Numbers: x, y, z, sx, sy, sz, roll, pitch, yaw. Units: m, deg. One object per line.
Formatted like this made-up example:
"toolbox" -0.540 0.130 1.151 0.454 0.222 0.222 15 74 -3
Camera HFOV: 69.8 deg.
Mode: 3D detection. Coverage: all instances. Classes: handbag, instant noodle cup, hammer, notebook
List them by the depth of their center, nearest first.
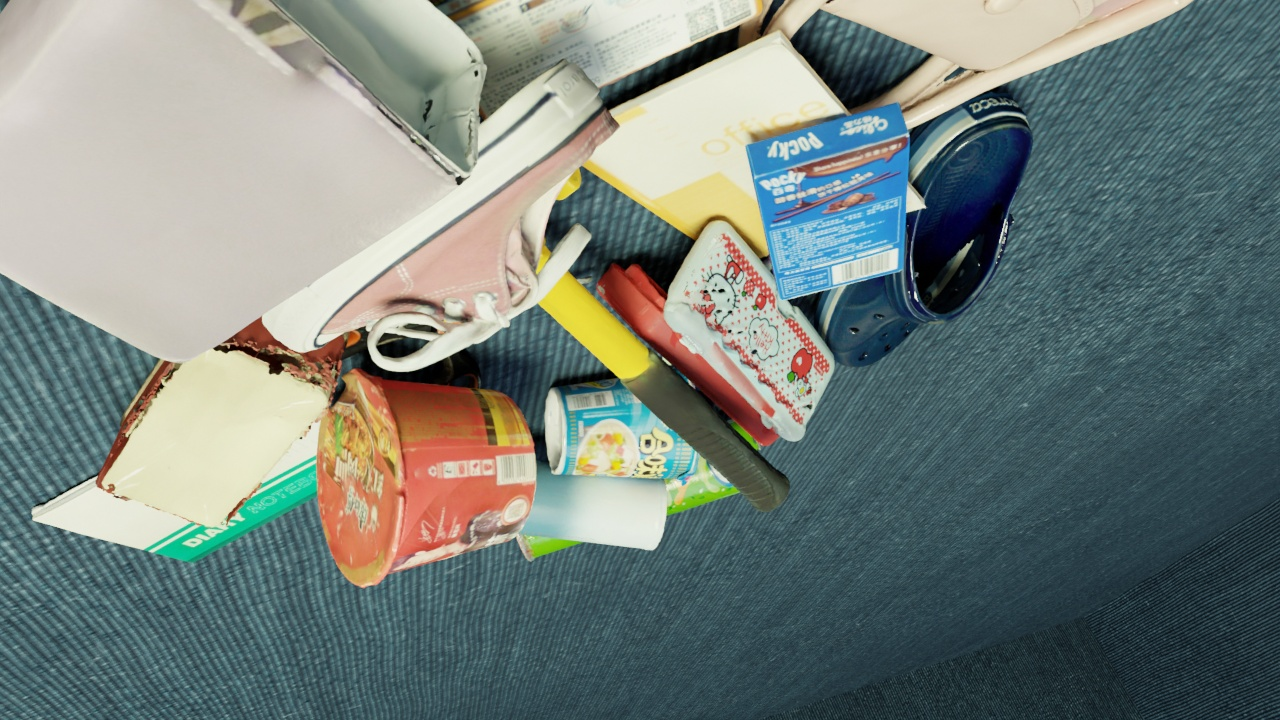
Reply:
"handbag" -0.181 -0.095 0.369 0.197 0.098 0.145 -25 143 29
"handbag" 0.149 -0.189 0.479 0.193 0.093 0.235 5 152 -37
"notebook" 0.068 -0.114 0.556 0.146 0.010 0.206 -15 157 32
"hammer" -0.003 0.003 0.579 0.129 0.032 0.300 -30 121 29
"instant noodle cup" -0.143 0.077 0.620 0.108 0.137 0.138 0 144 -39
"notebook" -0.313 0.091 0.694 0.209 0.012 0.150 -27 150 9
"instant noodle cup" -0.018 0.054 0.742 0.109 0.099 0.099 -1 145 -17

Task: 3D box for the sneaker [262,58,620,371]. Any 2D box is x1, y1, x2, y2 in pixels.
"sneaker" -0.096 -0.049 0.456 0.242 0.118 0.088 -27 108 33

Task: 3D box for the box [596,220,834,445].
"box" 0.071 -0.020 0.664 0.100 0.095 0.201 -45 135 4

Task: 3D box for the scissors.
"scissors" -0.142 -0.012 0.622 0.233 0.021 0.221 -14 149 -10

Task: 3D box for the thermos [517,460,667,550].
"thermos" -0.090 0.115 0.757 0.220 0.070 0.070 9 142 -14

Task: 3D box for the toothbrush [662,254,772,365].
"toothbrush" 0.079 -0.052 0.698 0.020 0.029 0.190 42 124 -10

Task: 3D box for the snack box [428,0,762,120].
"snack box" -0.019 -0.170 0.441 0.154 0.026 0.075 -23 150 4

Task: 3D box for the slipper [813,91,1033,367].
"slipper" 0.215 -0.076 0.673 0.105 0.095 0.253 -6 143 -19

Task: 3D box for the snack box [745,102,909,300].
"snack box" 0.116 -0.089 0.556 0.084 0.026 0.157 -14 156 9

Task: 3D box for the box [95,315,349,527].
"box" -0.253 0.036 0.554 0.091 0.077 0.169 29 126 -29

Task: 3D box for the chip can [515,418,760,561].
"chip can" -0.001 0.117 0.849 0.236 0.072 0.072 -17 150 1

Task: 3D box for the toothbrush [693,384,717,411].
"toothbrush" 0.064 0.046 0.848 0.014 0.016 0.189 -24 149 3
